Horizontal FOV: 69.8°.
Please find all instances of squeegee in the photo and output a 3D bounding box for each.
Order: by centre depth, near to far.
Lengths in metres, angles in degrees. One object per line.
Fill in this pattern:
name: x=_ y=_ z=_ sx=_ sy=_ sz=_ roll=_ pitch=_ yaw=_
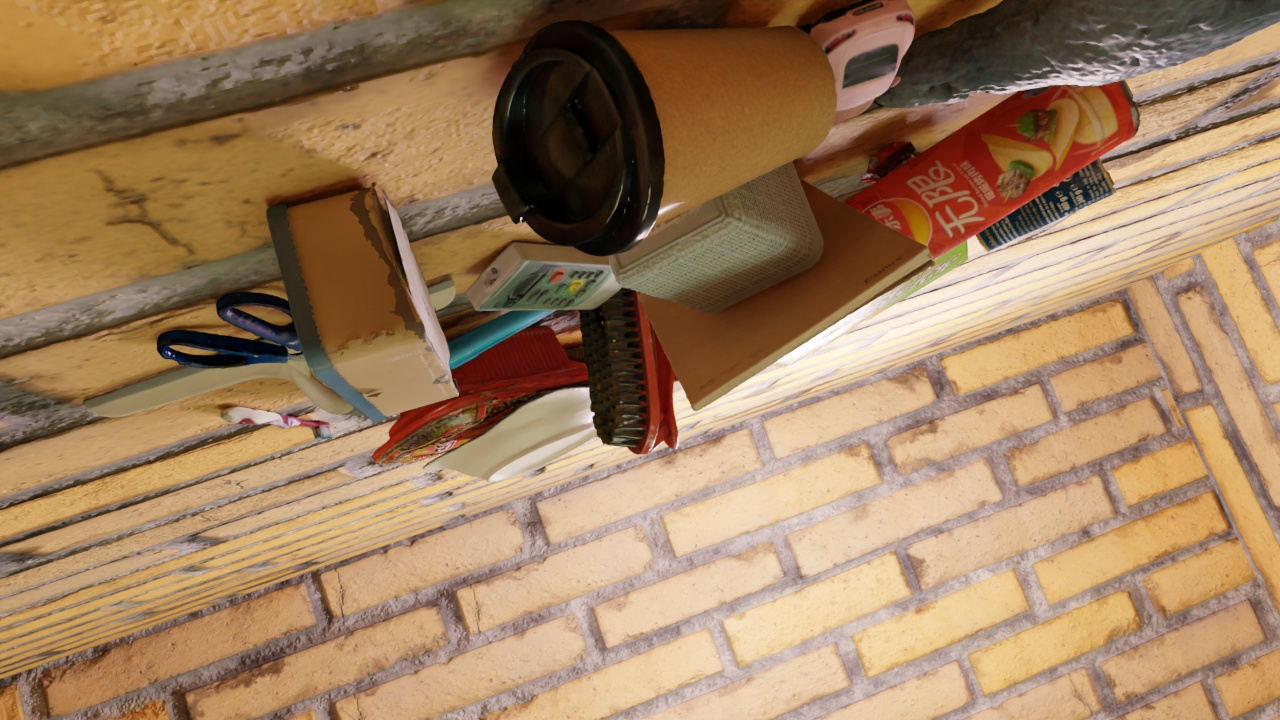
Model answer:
squeegee: x=-0.236 y=0.024 z=0.708 sx=0.246 sy=0.039 sz=0.247 roll=-19 pitch=170 yaw=-4

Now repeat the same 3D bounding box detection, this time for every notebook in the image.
notebook: x=0.075 y=-0.050 z=0.580 sx=0.149 sy=0.012 sz=0.211 roll=-34 pitch=-158 yaw=5

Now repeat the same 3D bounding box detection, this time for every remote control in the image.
remote control: x=-0.058 y=-0.057 z=0.645 sx=0.056 sy=0.019 sz=0.134 roll=-40 pitch=161 yaw=29

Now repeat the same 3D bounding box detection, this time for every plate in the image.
plate: x=-0.089 y=0.068 z=0.801 sx=0.164 sy=0.034 sz=0.164 roll=-31 pitch=168 yaw=25

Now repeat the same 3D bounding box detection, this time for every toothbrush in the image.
toothbrush: x=-0.310 y=0.056 z=0.792 sx=0.016 sy=0.017 sz=0.187 roll=-21 pitch=171 yaw=2

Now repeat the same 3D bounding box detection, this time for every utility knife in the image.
utility knife: x=-0.107 y=-0.024 z=0.709 sx=0.166 sy=0.018 sz=0.034 roll=-29 pitch=174 yaw=-7

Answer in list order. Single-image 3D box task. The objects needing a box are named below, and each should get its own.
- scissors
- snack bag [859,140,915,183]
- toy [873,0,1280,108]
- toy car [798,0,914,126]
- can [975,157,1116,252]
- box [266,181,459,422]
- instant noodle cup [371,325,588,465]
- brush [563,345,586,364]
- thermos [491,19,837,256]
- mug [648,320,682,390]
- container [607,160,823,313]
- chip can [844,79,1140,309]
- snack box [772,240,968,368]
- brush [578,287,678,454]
scissors: x=-0.221 y=-0.003 z=0.581 sx=0.146 sy=0.012 sz=0.170 roll=-12 pitch=158 yaw=-7
snack bag: x=0.194 y=-0.141 z=0.689 sx=0.045 sy=0.026 sz=0.105 roll=-42 pitch=161 yaw=22
toy: x=0.262 y=-0.194 z=0.402 sx=0.357 sy=0.091 sz=0.137 roll=-24 pitch=-163 yaw=30
toy car: x=0.104 y=-0.145 z=0.471 sx=0.056 sy=0.037 sz=0.122 roll=-18 pitch=171 yaw=-4
can: x=0.332 y=-0.149 z=0.777 sx=0.111 sy=0.075 sz=0.075 roll=-26 pitch=169 yaw=28
box: x=-0.142 y=-0.025 z=0.488 sx=0.059 sy=0.089 sz=0.184 roll=-18 pitch=168 yaw=-7
instant noodle cup: x=-0.135 y=0.028 z=0.809 sx=0.188 sy=0.079 sz=0.165 roll=-11 pitch=167 yaw=-41
brush: x=-0.053 y=0.015 z=0.964 sx=0.143 sy=0.055 sz=0.074 roll=-11 pitch=166 yaw=-44
thermos: x=0.014 y=-0.102 z=0.393 sx=0.143 sy=0.093 sz=0.093 roll=-23 pitch=174 yaw=-34
mug: x=0.039 y=-0.028 z=0.890 sx=0.124 sy=0.084 sz=0.103 roll=-46 pitch=173 yaw=-5
container: x=0.032 y=-0.084 z=0.509 sx=0.090 sy=0.090 sz=0.111 roll=-25 pitch=167 yaw=27
chip can: x=0.221 y=-0.120 z=0.625 sx=0.217 sy=0.073 sz=0.073 roll=-31 pitch=169 yaw=7
snack box: x=0.187 y=-0.074 z=0.831 sx=0.210 sy=0.070 sz=0.157 roll=-32 pitch=167 yaw=17
brush: x=-0.004 y=0.004 z=0.741 sx=0.069 sy=0.145 sz=0.063 roll=2 pitch=161 yaw=-29
